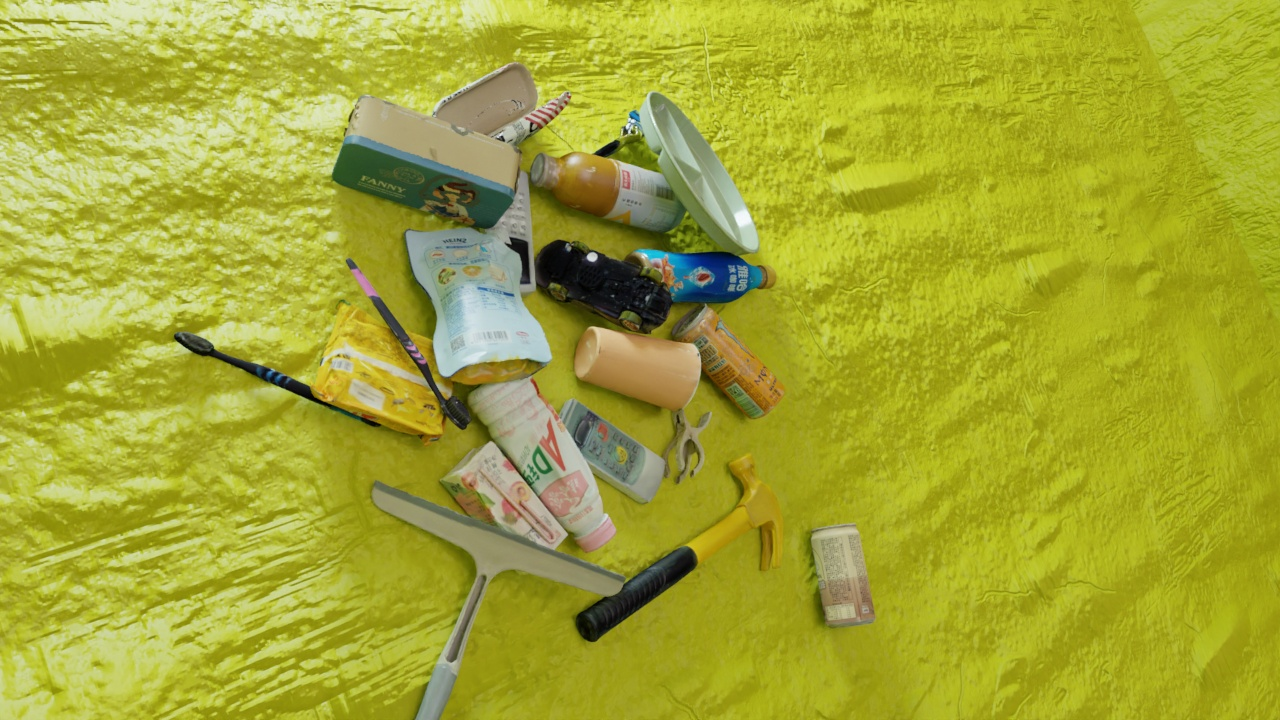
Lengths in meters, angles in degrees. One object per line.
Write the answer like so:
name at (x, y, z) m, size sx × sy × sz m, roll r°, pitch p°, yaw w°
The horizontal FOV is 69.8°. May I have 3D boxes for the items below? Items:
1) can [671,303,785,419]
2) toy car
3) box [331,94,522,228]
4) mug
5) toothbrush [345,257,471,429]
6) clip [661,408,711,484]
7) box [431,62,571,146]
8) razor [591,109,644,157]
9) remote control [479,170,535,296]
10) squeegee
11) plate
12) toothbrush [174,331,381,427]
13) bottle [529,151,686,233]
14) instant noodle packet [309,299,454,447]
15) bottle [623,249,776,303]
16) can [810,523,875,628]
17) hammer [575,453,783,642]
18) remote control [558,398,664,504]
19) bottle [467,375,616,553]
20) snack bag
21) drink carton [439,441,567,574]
can at (0.105, 0.002, 1.088) m, size 0.146 × 0.058 × 0.058 m, roll 46°, pitch 52°, yaw -13°
toy car at (-0.041, -0.081, 0.999) m, size 0.158 × 0.042 × 0.070 m, roll 24°, pitch 69°, yaw 7°
box at (-0.214, -0.194, 0.903) m, size 0.184 × 0.090 × 0.062 m, roll 12°, pitch 67°, yaw -22°
mug at (-0.006, 0.006, 1.000) m, size 0.122 × 0.078 × 0.078 m, roll 14°, pitch 65°, yaw -25°
toothbrush at (-0.212, -0.017, 0.837) m, size 0.189 × 0.018 × 0.014 m, roll 56°, pitch 34°, yaw -2°
clip at (0.052, 0.090, 1.035) m, size 0.072 × 0.035 × 0.100 m, roll 30°, pitch 49°, yaw -23°
box at (-0.152, -0.273, 0.995) m, size 0.086 × 0.076 × 0.161 m, roll 52°, pitch 51°, yaw -11°
razor at (-0.035, -0.259, 1.110) m, size 0.042 × 0.022 × 0.142 m, roll 37°, pitch 53°, yaw 14°
remote control at (-0.144, -0.141, 0.985) m, size 0.058 × 0.021 × 0.150 m, roll 6°, pitch 69°, yaw -34°
squeegee at (-0.166, 0.265, 0.804) m, size 0.246 × 0.039 × 0.246 m, roll 22°, pitch 65°, yaw -8°
plate at (0.070, -0.222, 1.108) m, size 0.230 × 0.028 × 0.229 m, roll 47°, pitch 24°, yaw -29°
toothbrush at (-0.313, 0.018, 0.805) m, size 0.189 × 0.016 × 0.014 m, roll 29°, pitch 59°, yaw -26°
bottle at (-0.036, -0.197, 1.055) m, size 0.189 × 0.068 × 0.068 m, roll 9°, pitch 67°, yaw -33°
instant noodle packet at (-0.234, 0.013, 0.844) m, size 0.128 × 0.044 × 0.110 m, roll 27°, pitch 50°, yaw -30°
bottle at (0.077, -0.100, 1.102) m, size 0.218 × 0.065 × 0.065 m, roll -5°, pitch 76°, yaw -37°
can at (0.239, 0.255, 1.088) m, size 0.058 × 0.059 × 0.116 m, roll 4°, pitch 71°, yaw -35°
hammer at (0.051, 0.213, 0.985) m, size 0.299 × 0.033 × 0.128 m, roll -24°, pitch 87°, yaw -40°
remote control at (-0.033, 0.098, 0.975) m, size 0.135 × 0.019 × 0.056 m, roll 36°, pitch 55°, yaw -20°
bottle at (-0.092, 0.099, 0.904) m, size 0.068 × 0.068 × 0.197 m, roll -37°, pitch 99°, yaw -39°
snack bag at (-0.160, -0.062, 0.894) m, size 0.110 × 0.039 × 0.190 m, roll -13°, pitch 55°, yaw -14°
drink carton at (-0.128, 0.141, 0.873) m, size 0.122 × 0.046 × 0.053 m, roll 52°, pitch 50°, yaw -9°
